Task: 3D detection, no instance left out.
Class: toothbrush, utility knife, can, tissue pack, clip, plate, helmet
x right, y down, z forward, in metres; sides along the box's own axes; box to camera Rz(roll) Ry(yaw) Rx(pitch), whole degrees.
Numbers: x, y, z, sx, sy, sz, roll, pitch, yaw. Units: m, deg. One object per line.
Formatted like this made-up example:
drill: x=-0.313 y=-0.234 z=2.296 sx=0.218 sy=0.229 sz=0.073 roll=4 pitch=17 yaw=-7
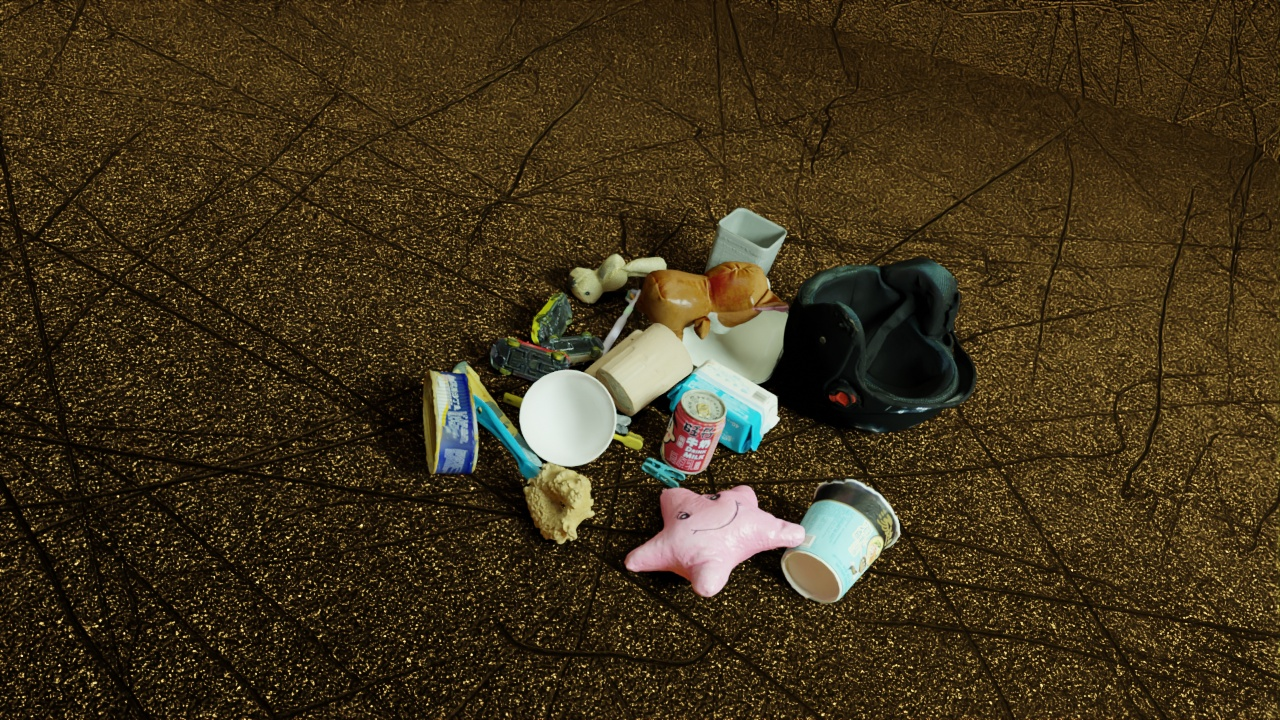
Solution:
toothbrush: x=-0.087 y=0.077 z=1.188 sx=0.190 sy=0.016 sz=0.016 roll=19 pitch=33 yaw=2
utility knife: x=-0.185 y=0.068 z=1.165 sx=0.030 sy=0.021 sz=0.207 roll=-21 pitch=56 yaw=-31
toothbrush: x=-0.035 y=-0.053 z=1.367 sx=0.021 sy=0.029 sz=0.188 roll=51 pitch=35 yaw=-19
can: x=-0.227 y=0.072 z=1.090 sx=0.049 sy=0.075 sz=0.148 roll=4 pitch=39 yaw=-22
tissue pack: x=0.113 y=0.063 z=1.244 sx=0.140 sy=0.063 sz=0.089 roll=31 pitch=38 yaw=16
clip: x=0.028 y=0.141 z=1.156 sx=0.056 sy=0.014 sz=0.040 roll=29 pitch=38 yaw=12
plate: x=0.140 y=-0.038 z=1.405 sx=0.162 sy=0.034 sz=0.264 roll=23 pitch=38 yaw=7
clip: x=-0.041 y=0.078 z=1.202 sx=0.057 sy=0.033 sz=0.025 roll=20 pitch=35 yaw=9
helmet: x=0.326 y=-0.010 z=1.287 sx=0.232 sy=0.231 sz=0.274 roll=-24 pitch=63 yaw=-31
can: x=0.068 y=0.090 z=1.168 sx=0.066 sy=0.094 sz=0.066 roll=11 pitch=38 yaw=-9

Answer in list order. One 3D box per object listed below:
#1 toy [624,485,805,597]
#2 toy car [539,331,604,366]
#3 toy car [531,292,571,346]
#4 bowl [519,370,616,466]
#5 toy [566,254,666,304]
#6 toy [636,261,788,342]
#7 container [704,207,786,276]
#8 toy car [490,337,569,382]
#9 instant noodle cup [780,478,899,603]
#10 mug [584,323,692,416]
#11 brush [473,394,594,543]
toy: x=0.069 y=0.197 z=1.051 sx=0.194 sy=0.075 sz=0.178 roll=-23 pitch=32 yaw=-26
toy car: x=-0.095 y=-0.013 z=1.277 sx=0.090 sy=0.035 sz=0.042 roll=-9 pitch=46 yaw=-23
toy car: x=-0.129 y=-0.057 z=1.316 sx=0.032 sy=0.048 sz=0.105 roll=-6 pitch=31 yaw=24
bowl: x=-0.086 y=0.068 z=1.144 sx=0.118 sy=0.118 sz=0.064 roll=20 pitch=5 yaw=3
toy: x=-0.034 y=-0.128 z=1.411 sx=0.157 sy=0.105 sz=0.066 roll=-12 pitch=87 yaw=-11
toy: x=0.101 y=-0.083 z=1.324 sx=0.199 sy=0.131 sz=0.140 roll=-17 pitch=47 yaw=-7
container: x=0.159 y=-0.161 z=1.441 sx=0.090 sy=0.115 sz=0.090 roll=31 pitch=39 yaw=16
toy car: x=-0.148 y=0.001 z=1.229 sx=0.106 sy=0.049 sz=0.031 roll=16 pitch=14 yaw=-5
instant noodle cup: x=0.227 y=0.217 z=1.074 sx=0.111 sy=0.111 sz=0.120 roll=32 pitch=49 yaw=18
mug: x=-0.007 y=0.007 z=1.238 sx=0.103 sy=0.084 sz=0.125 roll=-38 pitch=35 yaw=-21
brush: x=-0.139 y=0.118 z=1.083 sx=0.045 sy=0.083 sz=0.255 roll=11 pitch=23 yaw=-48
